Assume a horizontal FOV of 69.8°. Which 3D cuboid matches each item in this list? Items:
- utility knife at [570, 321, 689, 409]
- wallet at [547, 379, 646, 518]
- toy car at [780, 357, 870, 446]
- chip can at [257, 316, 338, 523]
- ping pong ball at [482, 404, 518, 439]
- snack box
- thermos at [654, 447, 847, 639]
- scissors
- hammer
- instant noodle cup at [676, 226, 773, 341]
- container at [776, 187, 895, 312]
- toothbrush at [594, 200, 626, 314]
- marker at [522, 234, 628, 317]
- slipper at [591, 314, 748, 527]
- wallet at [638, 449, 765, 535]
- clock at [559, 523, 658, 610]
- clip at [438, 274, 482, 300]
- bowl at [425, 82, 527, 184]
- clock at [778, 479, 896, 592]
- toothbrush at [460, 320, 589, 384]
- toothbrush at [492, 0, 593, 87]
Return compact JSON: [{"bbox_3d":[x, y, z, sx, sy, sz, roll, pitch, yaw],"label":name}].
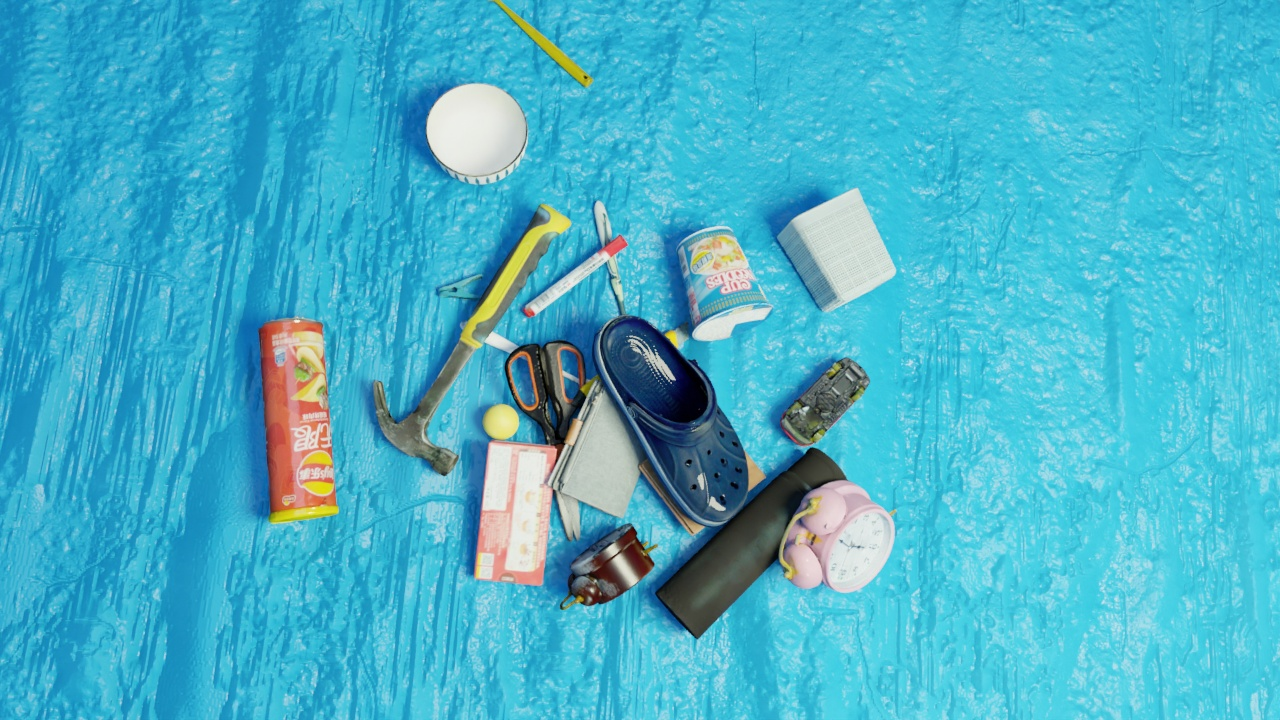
[{"bbox_3d":[-0.006,0.006,1.053,0.176,0.015,0.033,-36,106,-22],"label":"utility knife"},{"bbox_3d":[-0.039,0.098,1.023,0.106,0.037,0.129,30,76,-32],"label":"wallet"},{"bbox_3d":[0.212,0.050,1.062,0.120,0.045,0.053,-41,83,-16],"label":"toy car"},{"bbox_3d":[-0.373,0.065,0.999,0.073,0.073,0.216,-6,79,-6],"label":"chip can"},{"bbox_3d":[-0.157,0.069,1.031,0.040,0.040,0.040,1,79,-5],"label":"ping pong ball"},{"bbox_3d":[-0.137,0.166,1.007,0.075,0.025,0.153,6,90,-4],"label":"snack box"},{"bbox_3d":[0.133,0.207,1.017,0.242,0.068,0.090,-41,107,-11],"label":"thermos"},{"bbox_3d":[-0.108,0.092,1.033,0.139,0.022,0.235,12,84,-9],"label":"scissors"},{"bbox_3d":[-0.186,-0.038,1.041,0.126,0.032,0.323,31,84,3],"label":"hammer"},{"bbox_3d":[0.089,-0.091,1.060,0.099,0.099,0.110,-16,74,-8],"label":"instant noodle cup"},{"bbox_3d":[0.232,-0.126,1.076,0.090,0.090,0.111,-26,85,-9],"label":"container"},{"bbox_3d":[-0.030,-0.101,1.085,0.016,0.018,0.191,-12,81,-7],"label":"toothbrush"},{"bbox_3d":[-0.076,-0.098,1.073,0.145,0.017,0.017,-37,84,-2],"label":"marker"},{"bbox_3d":[0.045,0.056,0.983,0.105,0.095,0.253,-33,91,-25],"label":"slipper"},{"bbox_3d":[0.070,0.126,1.039,0.115,0.020,0.101,-36,83,-23],"label":"wallet"},{"bbox_3d":[-0.040,0.227,0.990,0.121,0.082,0.055,-35,90,-12],"label":"clock"},{"bbox_3d":[-0.208,-0.083,1.070,0.055,0.013,0.034,-12,79,-6],"label":"clip"},{"bbox_3d":[-0.190,-0.258,1.078,0.116,0.066,0.116,1,79,-6],"label":"bowl"},{"bbox_3d":[0.205,0.191,0.985,0.158,0.060,0.117,12,103,-36],"label":"clock"},{"bbox_3d":[-0.127,-0.004,1.059,0.180,0.016,0.016,26,79,1],"label":"toothbrush"},{"bbox_3d":[-0.132,-0.406,1.136,0.190,0.017,0.015,43,79,4],"label":"toothbrush"}]
